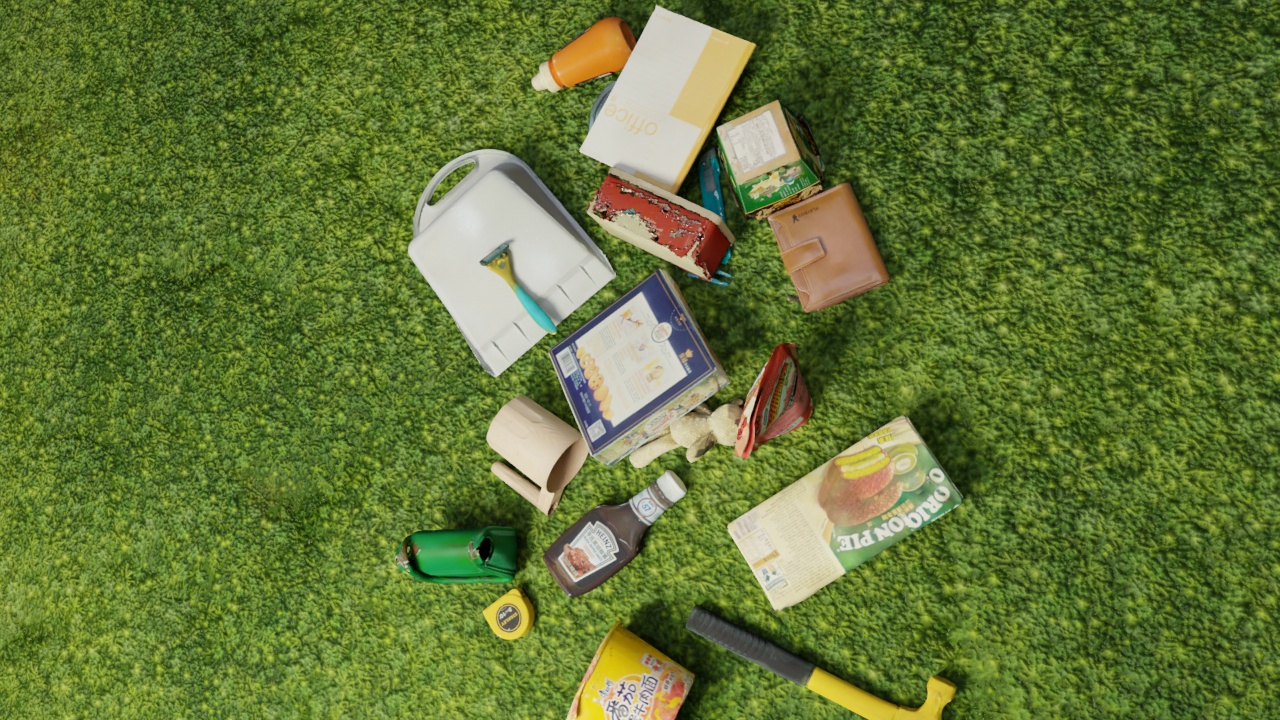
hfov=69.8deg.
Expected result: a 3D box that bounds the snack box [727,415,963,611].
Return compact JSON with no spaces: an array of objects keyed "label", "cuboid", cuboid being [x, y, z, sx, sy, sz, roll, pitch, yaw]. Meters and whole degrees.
[{"label":"snack box","cuboid":[0.227,0.172,1.030,0.240,0.063,0.114,-35,74,11]}]

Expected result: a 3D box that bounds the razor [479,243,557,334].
[{"label":"razor","cuboid":[-0.150,-0.086,1.177,0.043,0.028,0.132,-42,99,-22]}]

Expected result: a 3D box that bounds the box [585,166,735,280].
[{"label":"box","cuboid":[0.019,-0.160,1.120,0.168,0.091,0.080,29,87,26]}]

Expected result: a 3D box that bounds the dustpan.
[{"label":"dustpan","cuboid":[-0.195,-0.156,1.246,0.223,0.142,0.258,-39,102,10]}]

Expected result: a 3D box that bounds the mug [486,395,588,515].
[{"label":"mug","cuboid":[-0.135,0.120,1.160,0.103,0.084,0.125,33,121,21]}]

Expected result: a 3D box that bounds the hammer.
[{"label":"hammer","cuboid":[0.190,0.357,1.035,0.301,0.033,0.129,23,89,20]}]

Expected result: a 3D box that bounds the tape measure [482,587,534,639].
[{"label":"tape measure","cuboid":[-0.162,0.323,1.162,0.060,0.029,0.057,-38,72,11]}]

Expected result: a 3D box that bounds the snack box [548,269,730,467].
[{"label":"snack box","cuboid":[-0.007,0.006,1.107,0.183,0.046,0.177,-35,50,11]}]

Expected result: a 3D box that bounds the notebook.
[{"label":"notebook","cuboid":[0.031,-0.320,1.125,0.146,0.010,0.206,29,91,20]}]

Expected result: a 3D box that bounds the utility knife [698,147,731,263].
[{"label":"utility knife","cuboid":[0.093,-0.194,1.149,0.029,0.013,0.151,-13,79,24]}]

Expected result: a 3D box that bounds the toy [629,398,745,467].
[{"label":"toy","cuboid":[0.057,0.091,1.105,0.157,0.066,0.105,-19,35,20]}]

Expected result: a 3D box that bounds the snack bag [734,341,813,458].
[{"label":"snack bag","cuboid":[0.145,0.043,0.998,0.073,0.207,0.128,24,92,15]}]

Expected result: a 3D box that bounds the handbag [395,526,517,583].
[{"label":"handbag","cuboid":[-0.225,0.244,1.146,0.131,0.120,0.068,-6,75,20]}]

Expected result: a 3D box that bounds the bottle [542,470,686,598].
[{"label":"bottle","cuboid":[-0.027,0.207,1.123,0.195,0.044,0.080,-40,73,9]}]

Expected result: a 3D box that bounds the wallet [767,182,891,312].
[{"label":"wallet","cuboid":[0.217,-0.130,1.091,0.119,0.035,0.130,-22,76,9]}]

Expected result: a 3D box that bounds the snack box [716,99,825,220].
[{"label":"snack box","cuboid":[0.149,-0.244,1.087,0.118,0.105,0.117,-22,76,14]}]

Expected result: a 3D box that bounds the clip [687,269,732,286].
[{"label":"clip","cuboid":[0.086,-0.106,1.140,0.057,0.014,0.047,19,87,21]}]

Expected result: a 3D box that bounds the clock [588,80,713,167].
[{"label":"clock","cuboid":[0.016,-0.297,1.165,0.159,0.059,0.117,2,83,21]}]

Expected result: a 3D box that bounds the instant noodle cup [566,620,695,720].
[{"label":"instant noodle cup","cuboid":[-0.008,0.386,1.051,0.110,0.138,0.138,25,91,12]}]

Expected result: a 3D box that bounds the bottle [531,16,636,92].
[{"label":"bottle","cuboid":[-0.079,-0.395,1.212,0.150,0.066,0.066,-20,77,23]}]
